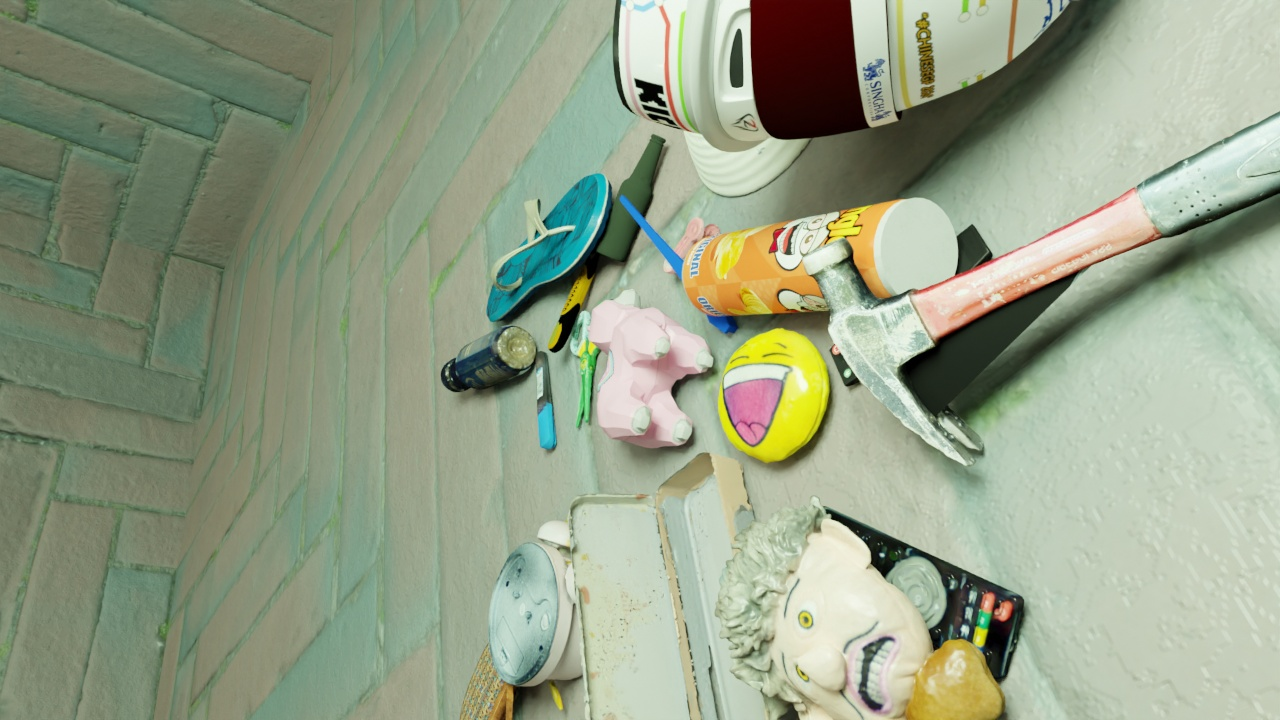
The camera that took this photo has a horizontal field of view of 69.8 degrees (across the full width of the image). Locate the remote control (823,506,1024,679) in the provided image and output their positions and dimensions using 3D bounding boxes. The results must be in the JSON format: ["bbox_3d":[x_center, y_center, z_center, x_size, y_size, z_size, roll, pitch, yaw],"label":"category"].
[{"bbox_3d":[0.150,0.126,0.518,0.141,0.021,0.045,21,104,54],"label":"remote control"}]

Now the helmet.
[{"bbox_3d":[0.141,-0.260,0.517,0.236,0.231,0.314,16,81,22],"label":"helmet"}]

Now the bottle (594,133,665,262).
[{"bbox_3d":[-0.006,-0.156,0.878,0.033,0.033,0.123,36,105,56],"label":"bottle"}]

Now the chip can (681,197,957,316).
[{"bbox_3d":[0.109,-0.064,0.617,0.211,0.062,0.062,1,76,61],"label":"chip can"}]

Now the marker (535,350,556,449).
[{"bbox_3d":[-0.098,0.039,0.942,0.018,0.015,0.122,-42,40,34],"label":"marker"}]

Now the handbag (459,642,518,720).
[{"bbox_3d":[-0.118,0.318,0.777,0.093,0.043,0.196,-67,15,7],"label":"handbag"}]

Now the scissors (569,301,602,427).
[{"bbox_3d":[-0.057,0.007,0.897,0.078,0.013,0.132,-7,69,57],"label":"scissors"}]

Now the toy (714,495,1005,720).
[{"bbox_3d":[0.108,0.155,0.499,0.176,0.076,0.133,18,112,43],"label":"toy"}]

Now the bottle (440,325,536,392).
[{"bbox_3d":[-0.176,0.003,1.037,0.161,0.056,0.056,-20,59,51],"label":"bottle"}]

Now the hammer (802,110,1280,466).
[{"bbox_3d":[0.239,-0.059,0.422,0.327,0.036,0.140,-29,91,36],"label":"hammer"}]

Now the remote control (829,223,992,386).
[{"bbox_3d":[0.168,-0.033,0.575,0.125,0.010,0.039,-48,40,34],"label":"remote control"}]

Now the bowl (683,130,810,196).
[{"bbox_3d":[0.076,-0.230,0.752,0.178,0.070,0.177,-30,52,47],"label":"bowl"}]

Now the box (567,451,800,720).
[{"bbox_3d":[0.020,0.172,0.625,0.121,0.094,0.216,-41,44,35],"label":"box"}]

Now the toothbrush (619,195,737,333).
[{"bbox_3d":[0.029,-0.085,0.772,0.017,0.011,0.186,-56,48,26],"label":"toothbrush"}]

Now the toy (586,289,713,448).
[{"bbox_3d":[-0.005,0.005,0.769,0.158,0.067,0.123,22,95,62],"label":"toy"}]

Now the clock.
[{"bbox_3d":[-0.071,0.201,0.781,0.117,0.058,0.158,40,109,55],"label":"clock"}]

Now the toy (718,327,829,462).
[{"bbox_3d":[0.091,0.024,0.636,0.096,0.041,0.094,-8,73,52],"label":"toy"}]

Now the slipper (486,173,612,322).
[{"bbox_3d":[-0.117,-0.124,0.982,0.296,0.060,0.118,-30,39,55],"label":"slipper"}]

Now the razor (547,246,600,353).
[{"bbox_3d":[-0.063,-0.073,0.924,0.044,0.021,0.144,0,64,57],"label":"razor"}]

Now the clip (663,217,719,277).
[{"bbox_3d":[0.038,-0.096,0.777,0.059,0.039,0.022,-58,41,29],"label":"clip"}]
